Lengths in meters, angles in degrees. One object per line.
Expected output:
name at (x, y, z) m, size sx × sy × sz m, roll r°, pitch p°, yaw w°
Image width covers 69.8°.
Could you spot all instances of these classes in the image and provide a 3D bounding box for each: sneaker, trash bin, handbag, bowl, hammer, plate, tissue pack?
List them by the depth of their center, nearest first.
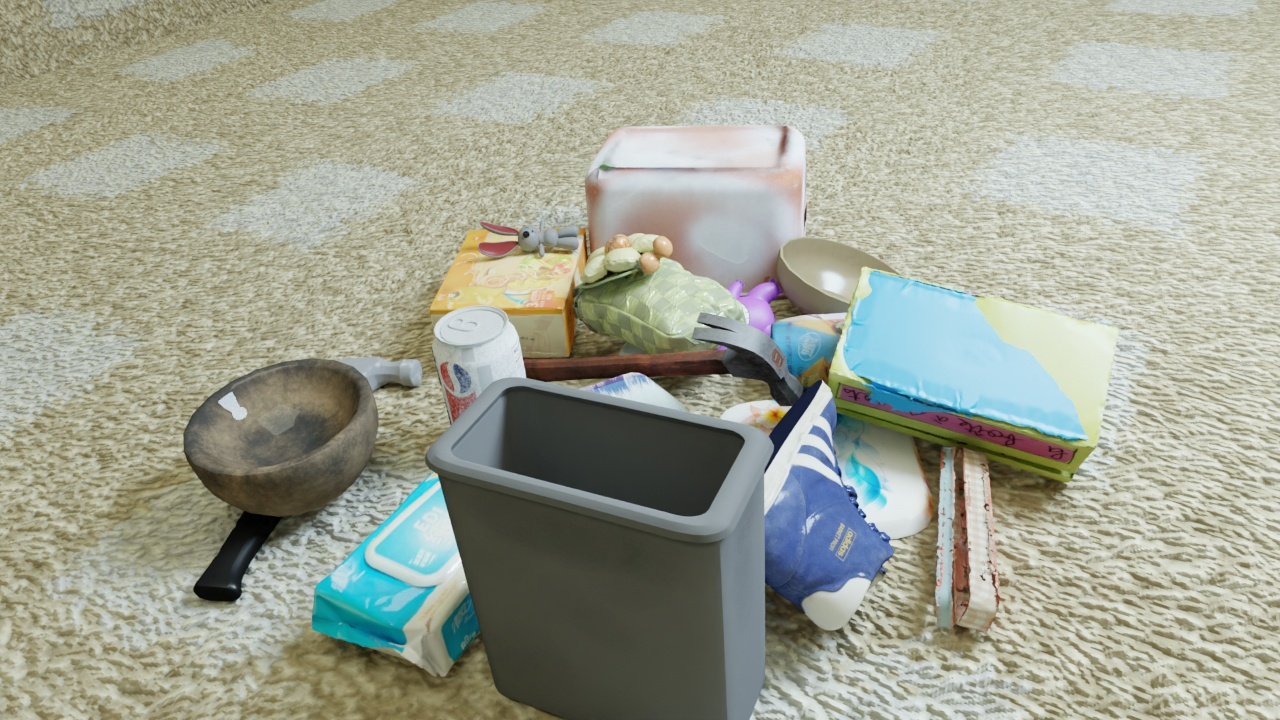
trash bin at (-0.017, 0.138, 0.591) m, size 0.192 × 0.220 × 0.097 m, roll 11°, pitch 38°, yaw 23°
sneaker at (0.146, 0.108, 0.712) m, size 0.118 × 0.092 × 0.232 m, roll 41°, pitch 30°, yaw 4°
tissue pack at (-0.150, 0.152, 0.733) m, size 0.117 × 0.066 × 0.208 m, roll 14°, pitch 37°, yaw 25°
handbag at (-0.001, 0.093, 0.805) m, size 0.144 × 0.068 × 0.170 m, roll -18°, pitch 43°, yaw -20°
plate at (0.156, 0.089, 0.818) m, size 0.187 × 0.016 × 0.186 m, roll -3°, pitch 34°, yaw 4°
bowl at (-0.312, 0.073, 0.818) m, size 0.162 × 0.070 × 0.162 m, roll -4°, pitch 36°, yaw 3°
hammer at (-0.323, 0.097, 0.871) m, size 0.127 × 0.029 × 0.322 m, roll 2°, pitch 36°, yaw 11°
hammer at (-0.005, 0.005, 0.877) m, size 0.301 × 0.111 × 0.028 m, roll -3°, pitch 53°, yaw 34°
handbag at (0.016, -0.072, 0.930) m, size 0.113 × 0.117 × 0.186 m, roll -35°, pitch 39°, yaw -27°
bowl at (0.215, -0.075, 0.997) m, size 0.152 × 0.051 × 0.152 m, roll 13°, pitch 32°, yaw -8°
trash bin at (0.069, -0.187, 1.112) m, size 0.260 × 0.157 × 0.181 m, roll 2°, pitch 35°, yaw 12°

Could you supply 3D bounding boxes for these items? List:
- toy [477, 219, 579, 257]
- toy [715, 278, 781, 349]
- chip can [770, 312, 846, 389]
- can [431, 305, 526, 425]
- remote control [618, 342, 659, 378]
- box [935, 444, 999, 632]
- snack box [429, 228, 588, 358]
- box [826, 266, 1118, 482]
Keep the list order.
toy at (-0.125, -0.138, 1.034) m, size 0.111 × 0.030 × 0.049 m, roll -1°, pitch 62°, yaw -2°
toy at (0.109, -0.037, 0.975) m, size 0.088 × 0.056 × 0.106 m, roll -10°, pitch 64°, yaw -11°
chip can at (0.243, -0.012, 0.903) m, size 0.229 × 0.080 × 0.079 m, roll -2°, pitch 34°, yaw 5°
can at (-0.145, 0.024, 0.851) m, size 0.078 × 0.136 × 0.078 m, roll -4°, pitch 34°, yaw 2°
remote control at (0.026, -0.023, 0.989) m, size 0.060 × 0.028 × 0.114 m, roll 16°, pitch 42°, yaw 32°
box at (0.257, 0.133, 0.717) m, size 0.058 × 0.060 × 0.186 m, roll -33°, pitch 19°, yaw 34°
snack box at (-0.139, -0.074, 1.042) m, size 0.145 × 0.081 × 0.194 m, roll 0°, pitch 33°, yaw 5°
box at (0.279, 0.008, 0.795) m, size 0.221 × 0.082 × 0.124 m, roll 14°, pitch 65°, yaw 16°
